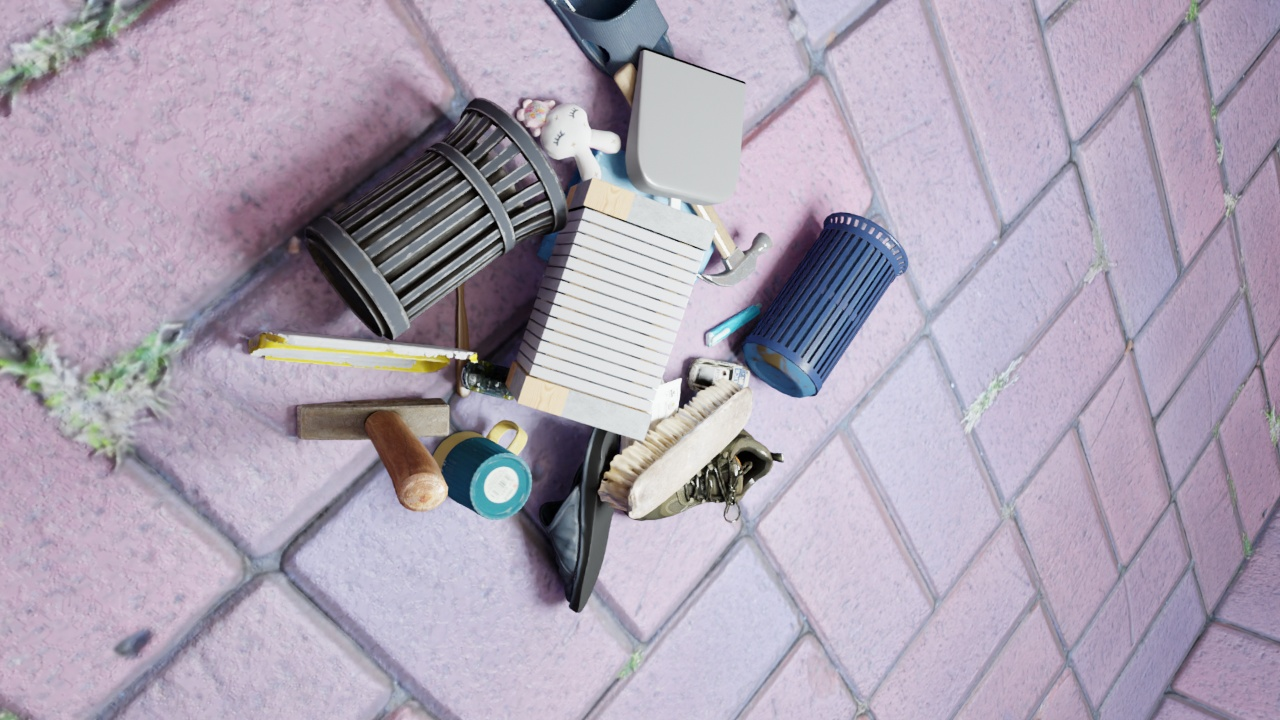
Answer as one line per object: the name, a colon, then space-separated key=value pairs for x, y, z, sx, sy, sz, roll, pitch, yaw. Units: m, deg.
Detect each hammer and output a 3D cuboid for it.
hammer: x=0.063 y=-0.230 z=1.171 sx=0.119 sy=0.031 sz=0.331 roll=-47 pitch=124 yaw=-19
hammer: x=-0.242 y=0.086 z=0.891 sx=0.157 sy=0.301 sz=0.037 roll=-1 pitch=100 yaw=-24

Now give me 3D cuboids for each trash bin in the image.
trash bin: x=0.260 y=-0.074 z=1.322 sx=0.139 sy=0.139 sz=0.249 roll=45 pitch=75 yaw=-33
trash bin: x=-0.215 y=-0.141 z=0.956 sx=0.227 sy=0.164 sz=0.164 roll=-40 pitch=120 yaw=-19
trash bin: x=-0.039 y=-0.059 z=1.031 sx=0.142 sy=0.142 sz=0.247 roll=18 pitch=92 yaw=-15

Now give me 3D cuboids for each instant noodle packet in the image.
instant noodle packet: x=0.010 y=0.086 z=1.184 sx=0.087 sy=0.026 sz=0.134 roll=-18 pitch=136 yaw=-24

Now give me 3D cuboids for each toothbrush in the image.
toothbrush: x=-0.207 y=-0.038 z=1.068 sx=0.016 sy=0.016 sz=0.167 roll=-8 pitch=105 yaw=-37

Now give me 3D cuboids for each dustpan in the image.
dustpan: x=0.052 y=-0.235 z=1.136 sx=0.163 sy=0.033 sz=0.257 roll=5 pitch=88 yaw=-36

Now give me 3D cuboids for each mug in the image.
mug: x=-0.176 y=0.120 z=1.066 sx=0.083 sy=0.107 sz=0.113 roll=46 pitch=72 yaw=-31

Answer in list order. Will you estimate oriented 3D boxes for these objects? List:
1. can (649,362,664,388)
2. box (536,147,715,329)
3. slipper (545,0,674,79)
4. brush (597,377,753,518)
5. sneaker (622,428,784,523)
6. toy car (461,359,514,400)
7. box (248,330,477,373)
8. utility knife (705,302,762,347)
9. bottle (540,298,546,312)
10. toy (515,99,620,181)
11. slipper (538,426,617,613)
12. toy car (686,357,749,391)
can: x=-0.007 y=0.007 z=1.197 sx=0.054 sy=0.054 sz=0.136 roll=-36 pitch=118 yaw=-25
box: x=-0.010 y=-0.153 z=1.180 sx=0.231 sy=0.033 sz=0.174 roll=30 pitch=84 yaw=-36
slipper: x=-0.043 y=-0.420 z=1.069 sx=0.263 sy=0.083 sz=0.101 roll=38 pitch=79 yaw=-34
brush: x=0.054 y=0.109 z=1.172 sx=0.270 sy=0.057 sz=0.083 roll=-36 pitch=139 yaw=-40
sneaker: x=0.097 y=0.170 z=1.249 sx=0.237 sy=0.143 sz=0.101 roll=-23 pitch=112 yaw=-30
toy car: x=-0.179 y=0.022 z=1.090 sx=0.089 sy=0.027 sz=0.038 roll=20 pitch=85 yaw=-51
box: x=-0.285 y=-0.009 z=0.950 sx=0.209 sy=0.130 sz=0.034 roll=7 pitch=83 yaw=-36
utility knife: x=0.137 y=-0.053 z=1.314 sx=0.116 sy=0.015 sz=0.022 roll=-31 pitch=119 yaw=-30
bottle: x=-0.050 y=-0.070 z=1.140 sx=0.146 sy=0.051 sz=0.051 roll=-10 pitch=105 yaw=-24
toy: x=-0.086 y=-0.267 z=1.080 sx=0.125 sy=0.037 sz=0.075 roll=34 pitch=74 yaw=-16
slipper: x=-0.085 y=0.193 z=1.171 sx=0.108 sy=0.083 sz=0.266 roll=-55 pitch=153 yaw=-65
toy car: x=0.114 y=0.025 z=1.296 sx=0.112 sy=0.041 sz=0.048 roll=8 pitch=95 yaw=-37
